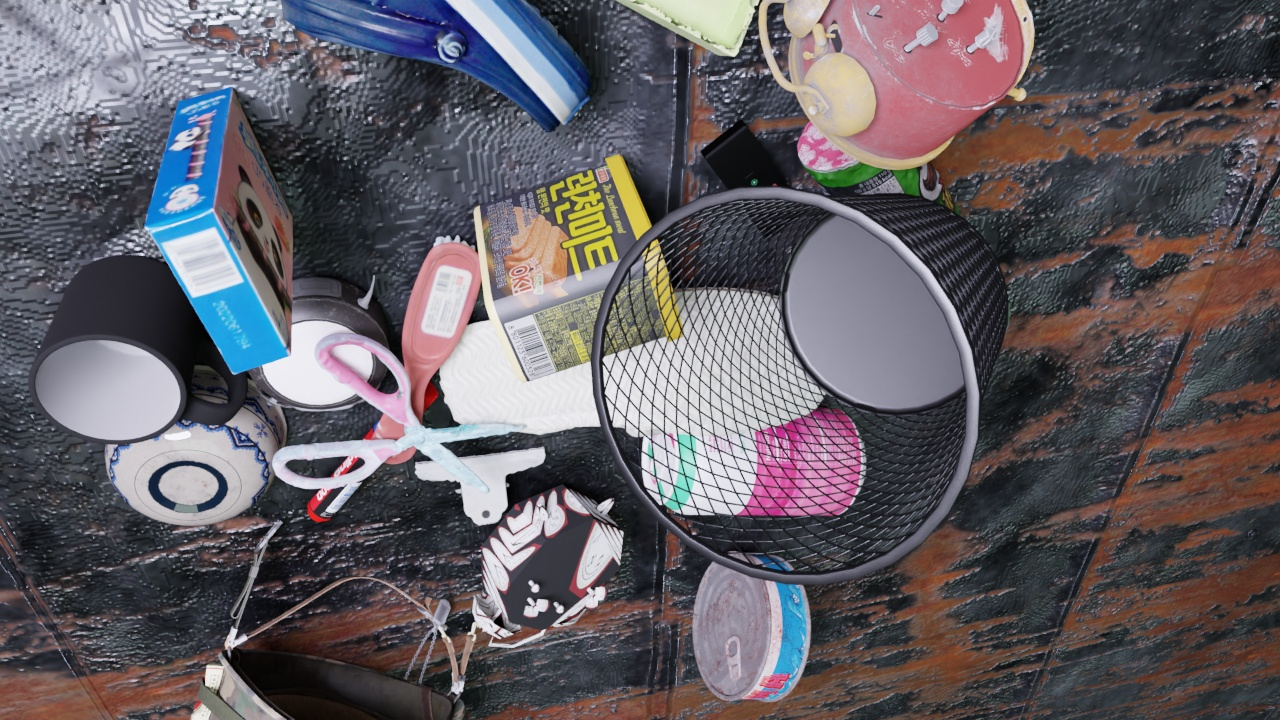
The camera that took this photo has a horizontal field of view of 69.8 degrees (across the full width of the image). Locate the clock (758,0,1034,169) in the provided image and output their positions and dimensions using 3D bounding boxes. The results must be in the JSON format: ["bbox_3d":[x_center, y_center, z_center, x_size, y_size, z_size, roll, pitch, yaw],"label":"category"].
[{"bbox_3d":[0.140,-0.178,0.512,0.158,0.117,0.081,-5,167,-21],"label":"clock"}]

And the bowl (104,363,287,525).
[{"bbox_3d":[-0.302,0.065,0.621,0.115,0.059,0.116,-8,129,-11],"label":"bowl"}]

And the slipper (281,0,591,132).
[{"bbox_3d":[-0.128,-0.188,0.447,0.095,0.105,0.252,-47,128,10],"label":"slipper"}]

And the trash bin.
[{"bbox_3d":[0.108,-0.009,0.498,0.209,0.184,0.184,-26,149,-57],"label":"trash bin"}]

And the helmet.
[{"bbox_3d":[-0.239,0.266,0.715,0.192,0.224,0.236,21,93,-23],"label":"helmet"}]

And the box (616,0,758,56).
[{"bbox_3d":[0.003,-0.256,0.476,0.187,0.048,0.141,16,124,-27],"label":"box"}]

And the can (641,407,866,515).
[{"bbox_3d":[0.091,0.079,0.734,0.165,0.088,0.088,4,125,-20],"label":"can"}]

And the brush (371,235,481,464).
[{"bbox_3d":[-0.147,-0.006,0.621,0.041,0.030,0.173,15,114,-21],"label":"brush"}]

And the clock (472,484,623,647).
[{"bbox_3d":[-0.075,0.183,0.752,0.114,0.065,0.155,4,118,-45],"label":"clock"}]

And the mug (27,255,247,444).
[{"bbox_3d":[-0.294,0.000,0.554,0.113,0.088,0.078,32,112,-34],"label":"mug"}]

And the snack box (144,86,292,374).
[{"bbox_3d":[-0.214,-0.072,0.480,0.033,0.154,0.088,-18,130,-7],"label":"snack box"}]

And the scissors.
[{"bbox_3d":[-0.173,0.054,0.621,0.168,0.014,0.170,-33,128,15],"label":"scissors"}]

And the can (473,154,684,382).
[{"bbox_3d":[-0.041,-0.057,0.562,0.101,0.130,0.073,-18,130,0],"label":"can"}]

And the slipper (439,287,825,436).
[{"bbox_3d":[-0.004,0.004,0.651,0.272,0.054,0.114,-2,105,-1],"label":"slipper"}]

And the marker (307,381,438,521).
[{"bbox_3d":[-0.201,0.069,0.678,0.021,0.023,0.145,40,109,-12],"label":"marker"}]

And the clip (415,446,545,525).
[{"bbox_3d":[-0.125,0.097,0.729,0.101,0.041,0.054,-5,109,-12],"label":"clip"}]

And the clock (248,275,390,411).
[{"bbox_3d":[-0.212,-0.004,0.605,0.091,0.043,0.123,-2,127,-16],"label":"clock"}]

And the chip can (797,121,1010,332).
[{"bbox_3d":[0.193,-0.086,0.648,0.075,0.075,0.223,-36,129,12],"label":"chip can"}]

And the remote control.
[{"bbox_3d":[0.096,-0.103,0.643,0.034,0.013,0.150,-36,128,12],"label":"remote control"}]

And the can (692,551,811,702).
[{"bbox_3d":[0.098,0.241,0.834,0.044,0.129,0.130,11,122,-25],"label":"can"}]
